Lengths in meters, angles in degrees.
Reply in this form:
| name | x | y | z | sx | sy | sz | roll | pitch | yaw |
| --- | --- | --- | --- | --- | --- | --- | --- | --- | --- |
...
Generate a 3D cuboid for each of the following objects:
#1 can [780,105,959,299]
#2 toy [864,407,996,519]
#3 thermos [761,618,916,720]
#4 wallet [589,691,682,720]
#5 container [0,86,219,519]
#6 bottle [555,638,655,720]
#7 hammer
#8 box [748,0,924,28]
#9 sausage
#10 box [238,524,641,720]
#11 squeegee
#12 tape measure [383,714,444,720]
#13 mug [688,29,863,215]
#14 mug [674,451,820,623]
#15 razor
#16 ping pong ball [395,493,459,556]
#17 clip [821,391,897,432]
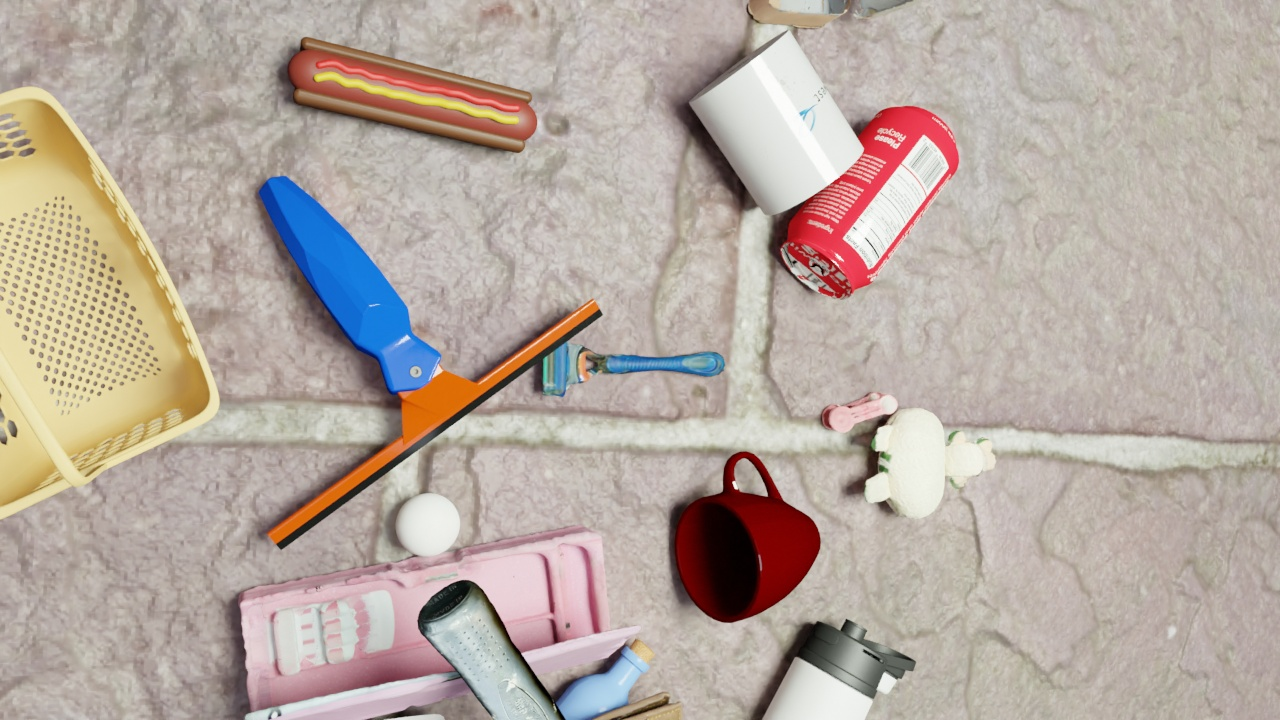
| name | x | y | z | sx | sy | sz | roll | pitch | yaw |
| --- | --- | --- | --- | --- | --- | --- | --- | --- | --- |
| can | 0.171 | -0.119 | 0.682 | 0.074 | 0.074 | 0.142 | 43 | 77 | -17 |
| toy | 0.218 | 0.080 | 0.719 | 0.112 | 0.050 | 0.087 | -6 | 94 | -24 |
| thermos | 0.121 | 0.307 | 0.684 | 0.101 | 0.069 | 0.229 | 37 | 78 | -31 |
| wallet | -0.020 | 0.285 | 0.605 | 0.098 | 0.027 | 0.121 | -5 | 110 | -35 |
| container | -0.304 | -0.029 | 0.453 | 0.129 | 0.167 | 0.183 | -28 | 101 | -18 |
| bottle | -0.038 | 0.247 | 0.627 | 0.048 | 0.048 | 0.131 | 45 | 77 | -16 |
| hammer | -0.030 | 0.248 | 0.552 | 0.140 | 0.036 | 0.326 | -34 | 119 | -15 |
| box | 0.140 | -0.358 | 0.652 | 0.114 | 0.096 | 0.217 | -4 | 93 | -17 |
| sausage | -0.141 | -0.166 | 0.580 | 0.155 | 0.040 | 0.040 | 8 | 88 | -21 |
| box | -0.119 | 0.174 | 0.563 | 0.232 | 0.107 | 0.099 | -6 | 93 | -21 |
| squeegee | -0.171 | -0.035 | 0.565 | 0.249 | 0.055 | 0.185 | -37 | 93 | -16 |
| tape measure | -0.158 | 0.252 | 0.582 | 0.065 | 0.016 | 0.064 | 7 | 124 | -29 |
| mug | 0.104 | -0.177 | 0.659 | 0.096 | 0.083 | 0.119 | 53 | 47 | -14 |
| mug | 0.084 | 0.121 | 0.658 | 0.088 | 0.087 | 0.114 | -4 | 88 | -38 |
| razor | -0.004 | 0.004 | 0.649 | 0.140 | 0.018 | 0.044 | 1 | 91 | -25 |
| ping pong ball | -0.136 | 0.105 | 0.589 | 0.040 | 0.040 | 0.040 | -1 | 92 | -21 |
| clip | 0.172 | 0.040 | 0.710 | 0.060 | 0.044 | 0.023 | -19 | 95 | -33 |
